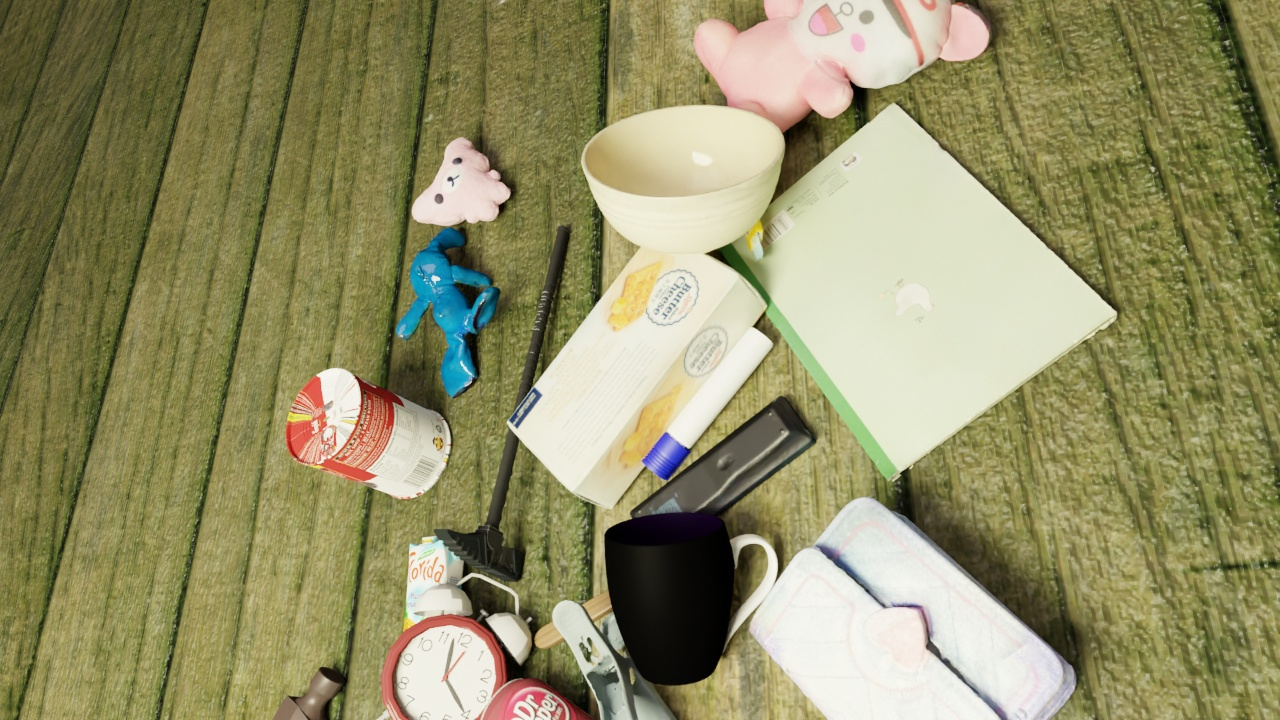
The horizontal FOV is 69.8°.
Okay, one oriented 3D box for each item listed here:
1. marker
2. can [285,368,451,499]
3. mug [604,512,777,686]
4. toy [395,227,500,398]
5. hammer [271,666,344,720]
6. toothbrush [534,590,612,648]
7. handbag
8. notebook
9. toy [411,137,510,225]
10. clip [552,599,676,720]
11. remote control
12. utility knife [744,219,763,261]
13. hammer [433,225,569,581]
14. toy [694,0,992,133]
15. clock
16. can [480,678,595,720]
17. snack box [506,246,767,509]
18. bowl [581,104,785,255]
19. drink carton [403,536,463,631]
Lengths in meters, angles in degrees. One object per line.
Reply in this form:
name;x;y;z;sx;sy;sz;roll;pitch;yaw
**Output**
marker;0.052;0.034;0.705;0.133;0.027;0.023;-51;52;0
can;-0.238;0.067;0.813;0.087;0.116;0.086;-13;62;27
mug;0.038;0.160;0.626;0.118;0.085;0.100;-6;95;-11
toy;-0.178;-0.065;0.869;0.113;0.071;0.176;-40;53;24
hammer;-0.192;0.362;0.706;0.323;0.033;0.115;22;80;36
toothbrush;-0.014;0.174;0.688;0.167;0.016;0.016;-34;54;16
handbag;0.156;0.175;0.551;0.126;0.069;0.158;-50;55;6
notebook;0.184;-0.061;0.675;0.182;0.010;0.252;-39;53;11
toy;-0.175;-0.171;0.924;0.096;0.052;0.099;26;82;26
clip;0.003;0.241;0.631;0.028;0.107;0.163;-38;58;11
remote control;0.056;0.086;0.680;0.150;0.022;0.047;-40;54;11
utility knife;0.081;-0.144;0.760;0.017;0.031;0.162;-9;55;-10
hammer;-0.102;0.017;0.784;0.015;0.095;0.324;-7;59;31
toy;0.155;-0.259;0.735;0.214;0.084;0.142;-26;69;24
clock;-0.142;0.231;0.696;0.096;0.048;0.137;24;67;4
can;-0.056;0.274;0.639;0.114;0.063;0.063;22;81;37
snack box;-0.004;0.004;0.729;0.208;0.057;0.104;-53;48;1
bowl;0.034;-0.128;0.697;0.151;0.075;0.150;-5;38;4
drink carton;-0.171;0.210;0.755;0.044;0.038;0.128;-13;64;27
